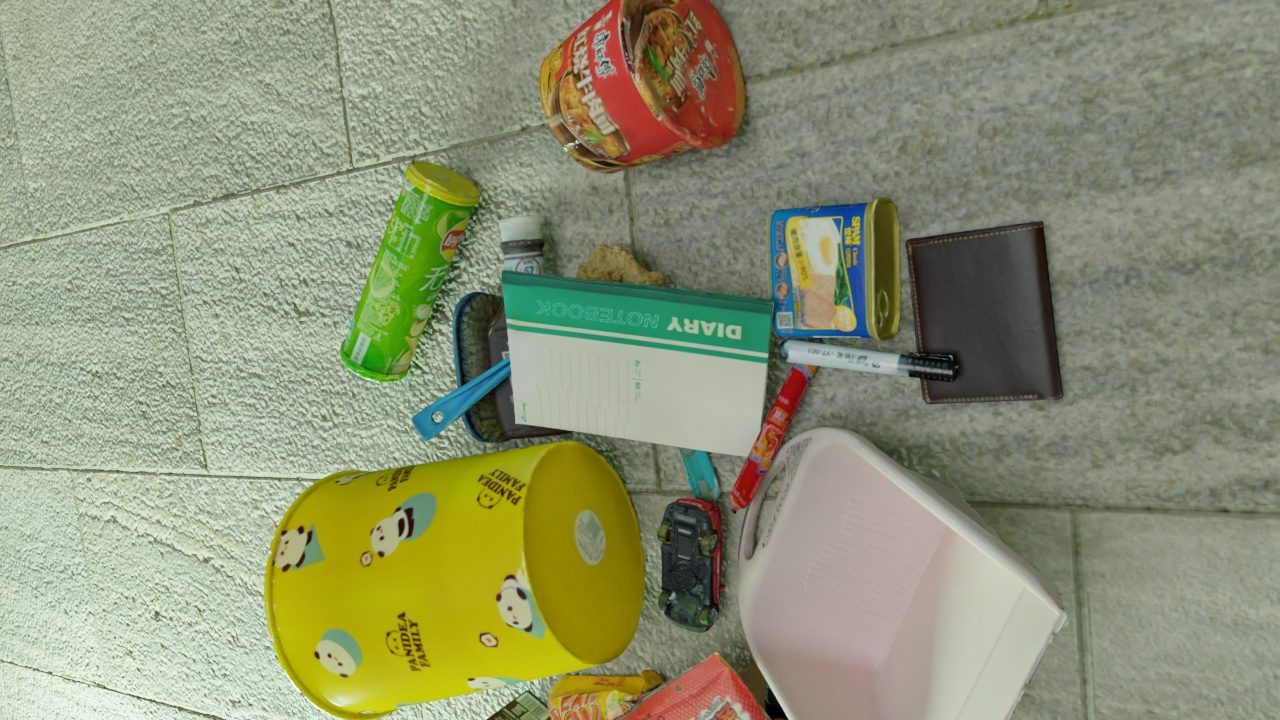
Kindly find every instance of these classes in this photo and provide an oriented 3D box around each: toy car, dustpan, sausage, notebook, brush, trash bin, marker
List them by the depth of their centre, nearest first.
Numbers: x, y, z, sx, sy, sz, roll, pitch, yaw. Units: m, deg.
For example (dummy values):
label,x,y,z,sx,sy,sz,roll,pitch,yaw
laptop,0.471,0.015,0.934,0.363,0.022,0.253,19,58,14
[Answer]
label,x,y,z,sx,sy,sz,roll,pitch,yaw
dustpan,0.139,0.172,0.629,0.139,0.273,0.223,19,106,2
marker,0.165,-0.002,0.674,0.131,0.018,0.022,9,81,28
sausage,0.106,0.052,0.721,0.020,0.020,0.156,28,100,25
notebook,-0.004,0.004,0.726,0.209,0.012,0.151,7,127,10
toy car,0.046,0.172,0.776,0.053,0.045,0.121,13,112,30
brush,-0.089,-0.010,0.784,0.255,0.046,0.083,-34,90,8
trash bin,-0.150,0.185,0.804,0.256,0.229,0.229,-16,89,27
brush,-0.151,0.007,0.869,0.074,0.055,0.144,2,100,55

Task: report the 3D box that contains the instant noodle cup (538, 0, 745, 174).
label,x,y,z,sx,sy,sz,roll,pitch,yaw
instant noodle cup,-0.002,-0.211,0.704,0.109,0.137,0.138,-15,89,41

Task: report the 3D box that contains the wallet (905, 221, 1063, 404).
label,x,y,z,sx,sy,sz,roll,pitch,yaw
wallet,0.238,-0.031,0.643,0.097,0.020,0.122,-4,96,37

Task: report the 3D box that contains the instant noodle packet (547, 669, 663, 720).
label,x,y,z,sx,sy,sz,roll,pitch,yaw
instant noodle packet,-0.026,0.346,0.850,0.129,0.044,0.110,-17,84,33

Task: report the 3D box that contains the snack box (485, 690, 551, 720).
label,x,y,z,sx,sy,sz,roll,pitch,yaw
snack box,-0.144,0.398,0.880,0.053,0.125,0.113,31,112,24

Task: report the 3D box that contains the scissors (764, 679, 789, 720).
label,x,y,z,sx,sy,sz,roll,pitch,yaw
scissors,0.206,0.298,0.711,0.235,0.021,0.125,24,110,19

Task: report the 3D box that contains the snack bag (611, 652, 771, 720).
label,x,y,z,sx,sy,sz,roll,pitch,yaw
snack bag,0.082,0.347,0.743,0.129,0.073,0.208,-39,86,25

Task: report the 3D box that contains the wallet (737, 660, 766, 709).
label,x,y,z,sx,sy,sz,roll,pitch,yaw
wallet,0.095,0.323,0.786,0.115,0.020,0.101,-43,74,26

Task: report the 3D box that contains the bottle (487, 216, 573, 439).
label,x,y,z,sx,sy,sz,roll,pitch,yaw
bottle,-0.098,-0.030,0.821,0.080,0.044,0.195,-6,95,-6

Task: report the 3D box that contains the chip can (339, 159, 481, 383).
label,x,y,z,sx,sy,sz,roll,pitch,yaw
chip can,-0.226,-0.081,0.889,0.072,0.072,0.222,38,114,21

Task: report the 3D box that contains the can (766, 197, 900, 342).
label,x,y,z,sx,sy,sz,roll,pitch,yaw
can,0.142,-0.066,0.675,0.083,0.057,0.102,2,98,34

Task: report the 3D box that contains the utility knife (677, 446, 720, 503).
label,x,y,z,sx,sy,sz,roll,pitch,yaw
utility knife,0.031,0.047,0.785,0.029,0.013,0.171,-24,85,33
